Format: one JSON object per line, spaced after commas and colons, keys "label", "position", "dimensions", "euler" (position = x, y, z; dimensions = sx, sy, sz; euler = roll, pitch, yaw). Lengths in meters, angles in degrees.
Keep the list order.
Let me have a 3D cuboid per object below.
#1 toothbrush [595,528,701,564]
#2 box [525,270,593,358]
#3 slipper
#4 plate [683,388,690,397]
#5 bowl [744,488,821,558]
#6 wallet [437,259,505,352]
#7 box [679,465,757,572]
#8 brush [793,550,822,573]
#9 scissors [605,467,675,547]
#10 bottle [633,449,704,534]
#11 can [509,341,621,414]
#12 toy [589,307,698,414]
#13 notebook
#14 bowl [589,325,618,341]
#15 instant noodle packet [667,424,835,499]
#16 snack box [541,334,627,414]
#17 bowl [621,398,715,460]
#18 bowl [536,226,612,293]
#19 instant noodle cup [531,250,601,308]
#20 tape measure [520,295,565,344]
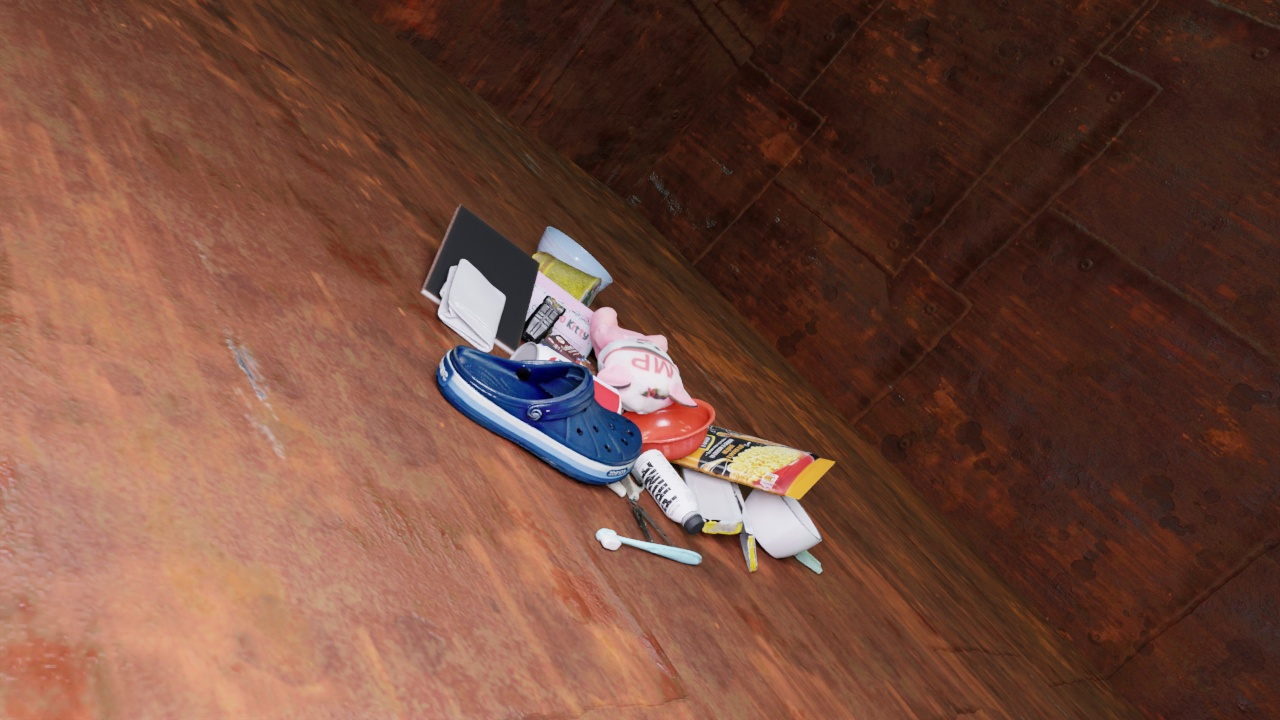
{"label": "toothbrush", "position": [0.014, 0.196, 0.949], "dimensions": [0.180, 0.016, 0.016], "euler": [26, 16, -50]}
{"label": "box", "position": [-0.158, -0.073, 1.324], "dimensions": [0.201, 0.103, 0.101], "euler": [37, -27, -15]}
{"label": "slipper", "position": [-0.089, 0.047, 0.957], "dimensions": [0.252, 0.095, 0.105], "euler": [27, 17, -30]}
{"label": "plate", "position": [0.055, 0.045, 1.457], "dimensions": [0.230, 0.021, 0.230], "euler": [53, 1, -1]}
{"label": "bowl", "position": [0.188, 0.220, 1.261], "dimensions": [0.116, 0.066, 0.116], "euler": [49, 9, -11]}
{"label": "wallet", "position": [-0.206, -0.065, 1.115], "dimensions": [0.086, 0.032, 0.116], "euler": [45, 24, -23]}
{"label": "box", "position": [0.099, 0.197, 1.204], "dimensions": [0.084, 0.080, 0.210], "euler": [-1, 17, -3]}
{"label": "brush", "position": [0.179, 0.237, 1.337], "dimensions": [0.217, 0.012, 0.033], "euler": [39, 12, -3]}
{"label": "scissors", "position": [-0.015, 0.147, 1.034], "dimensions": [0.157, 0.013, 0.169], "euler": [38, 12, -4]}
{"label": "bottle", "position": [0.036, 0.158, 1.092], "dimensions": [0.041, 0.041, 0.116], "euler": [26, 19, -51]}
{"label": "can", "position": [-0.089, 0.036, 1.062], "dimensions": [0.132, 0.070, 0.070], "euler": [33, 14, -34]}
{"label": "toy", "position": [-0.007, 0.007, 1.228], "dimensions": [0.142, 0.084, 0.213], "euler": [27, 13, -22]}
{"label": "notebook", "position": [-0.203, -0.110, 1.207], "dimensions": [0.141, 0.008, 0.208], "euler": [36, 32, -22]}
{"label": "bowl", "position": [-0.046, -0.031, 1.468], "dimensions": [0.106, 0.039, 0.106], "euler": [51, 10, -12]}
{"label": "instant noodle packet", "position": [0.134, 0.130, 1.236], "dimensions": [0.221, 0.032, 0.159], "euler": [14, 17, 25]}
{"label": "snack box", "position": [-0.077, 0.025, 1.237], "dimensions": [0.141, 0.032, 0.051], "euler": [43, 12, 8]}
{"label": "bowl", "position": [0.035, 0.095, 1.196], "dimensions": [0.130, 0.130, 0.045], "euler": [-105, -175, -69]}
{"label": "bowl", "position": [-0.130, -0.162, 1.634], "dimensions": [0.150, 0.075, 0.150], "euler": [40, 11, -10]}
{"label": "instant noodle cup", "position": [-0.130, -0.116, 1.444], "dimensions": [0.108, 0.102, 0.102], "euler": [33, 12, 4]}
{"label": "tape measure", "position": [-0.135, -0.047, 1.238], "dimensions": [0.038, 0.067, 0.063], "euler": [38, -17, -7]}
